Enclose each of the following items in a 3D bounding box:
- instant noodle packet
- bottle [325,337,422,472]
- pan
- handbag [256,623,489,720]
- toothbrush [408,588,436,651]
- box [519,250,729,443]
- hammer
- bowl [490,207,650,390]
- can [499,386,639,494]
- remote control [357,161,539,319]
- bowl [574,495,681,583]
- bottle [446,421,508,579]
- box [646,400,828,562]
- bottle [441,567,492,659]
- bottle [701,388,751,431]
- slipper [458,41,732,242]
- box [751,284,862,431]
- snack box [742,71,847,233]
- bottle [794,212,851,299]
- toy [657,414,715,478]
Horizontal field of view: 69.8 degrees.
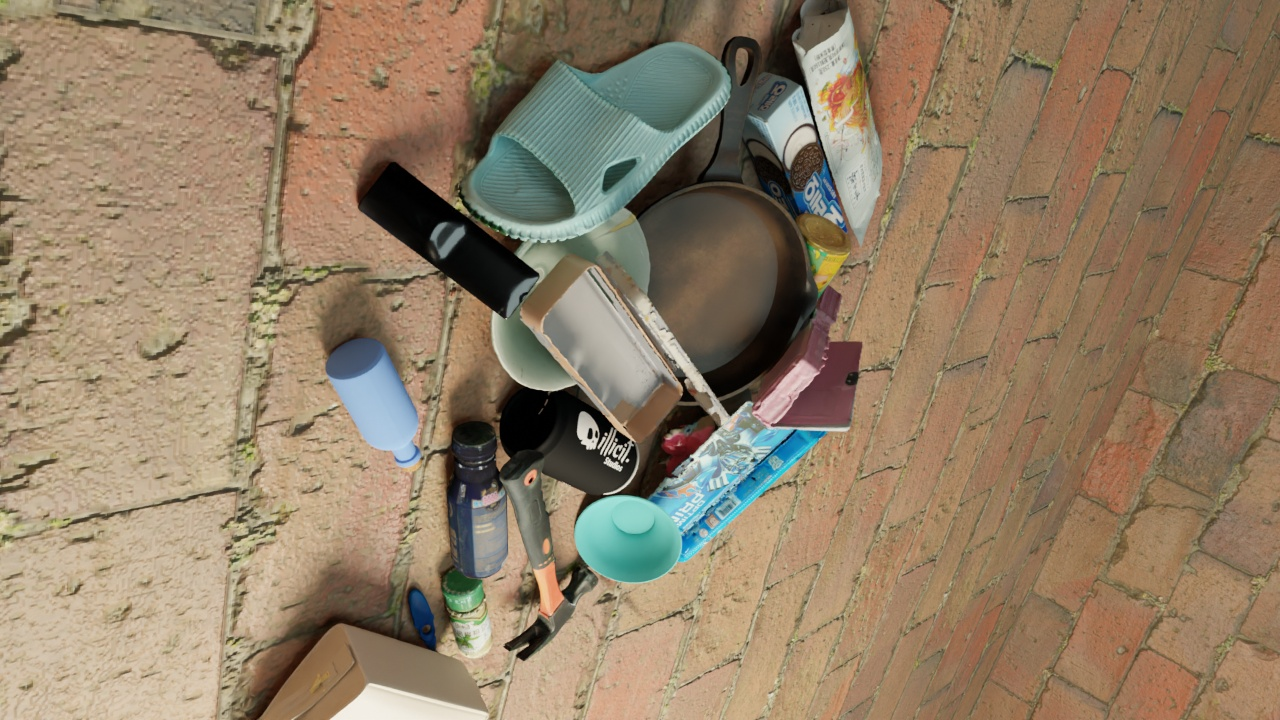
[{"bbox_3d":[0.228,-0.263,0.996,0.269,0.057,0.146,53,50,-47],"label":"instant noodle packet"},{"bbox_3d":[-0.209,0.044,0.751,0.048,0.048,0.131,-38,138,-24],"label":"bottle"},{"bbox_3d":[0.067,-0.128,0.895,0.248,0.043,0.356,-1,111,-23],"label":"pan"},{"bbox_3d":[-0.275,0.360,0.866,0.198,0.101,0.194,-45,139,2],"label":"handbag"},{"bbox_3d":[-0.215,0.277,0.928,0.021,0.016,0.132,-23,131,-24],"label":"toothbrush"},{"bbox_3d":[-0.014,0.000,0.804,0.108,0.094,0.216,-30,140,6],"label":"box"},{"bbox_3d":[-0.100,0.192,0.915,0.132,0.033,0.334,-47,153,-31],"label":"hammer"},{"bbox_3d":[-0.075,-0.065,0.807,0.173,0.068,0.174,-25,130,-35],"label":"bowl"},{"bbox_3d":[-0.068,0.080,0.902,0.080,0.080,0.146,-57,142,-2],"label":"can"},{"bbox_3d":[-0.143,-0.089,0.696,0.140,0.021,0.045,38,88,-18],"label":"remote control"},{"bbox_3d":[-0.011,0.192,1.046,0.046,0.121,0.121,-73,172,-62],"label":"bowl"},{"bbox_3d":[-0.154,0.132,0.864,0.056,0.056,0.161,-23,130,-36],"label":"bottle"},{"bbox_3d":[0.108,0.150,1.084,0.174,0.063,0.244,10,130,-50],"label":"box"},{"bbox_3d":[-0.176,0.259,0.940,0.042,0.043,0.110,-29,135,-32],"label":"bottle"},{"bbox_3d":[0.107,0.073,1.102,0.060,0.060,0.108,-39,140,-23],"label":"bottle"},{"bbox_3d":[-0.025,-0.193,0.742,0.275,0.116,0.070,-43,167,-25],"label":"slipper"},{"bbox_3d":[0.205,0.008,1.039,0.100,0.098,0.232,-53,-178,29],"label":"box"},{"bbox_3d":[0.163,-0.201,0.981,0.059,0.059,0.226,-46,141,-9],"label":"snack box"},{"bbox_3d":[0.153,-0.063,1.019,0.068,0.068,0.210,-15,146,-41],"label":"bottle"},{"bbox_3d":[0.052,0.099,1.080,0.065,0.050,0.103,-6,135,-9],"label":"toy"}]
